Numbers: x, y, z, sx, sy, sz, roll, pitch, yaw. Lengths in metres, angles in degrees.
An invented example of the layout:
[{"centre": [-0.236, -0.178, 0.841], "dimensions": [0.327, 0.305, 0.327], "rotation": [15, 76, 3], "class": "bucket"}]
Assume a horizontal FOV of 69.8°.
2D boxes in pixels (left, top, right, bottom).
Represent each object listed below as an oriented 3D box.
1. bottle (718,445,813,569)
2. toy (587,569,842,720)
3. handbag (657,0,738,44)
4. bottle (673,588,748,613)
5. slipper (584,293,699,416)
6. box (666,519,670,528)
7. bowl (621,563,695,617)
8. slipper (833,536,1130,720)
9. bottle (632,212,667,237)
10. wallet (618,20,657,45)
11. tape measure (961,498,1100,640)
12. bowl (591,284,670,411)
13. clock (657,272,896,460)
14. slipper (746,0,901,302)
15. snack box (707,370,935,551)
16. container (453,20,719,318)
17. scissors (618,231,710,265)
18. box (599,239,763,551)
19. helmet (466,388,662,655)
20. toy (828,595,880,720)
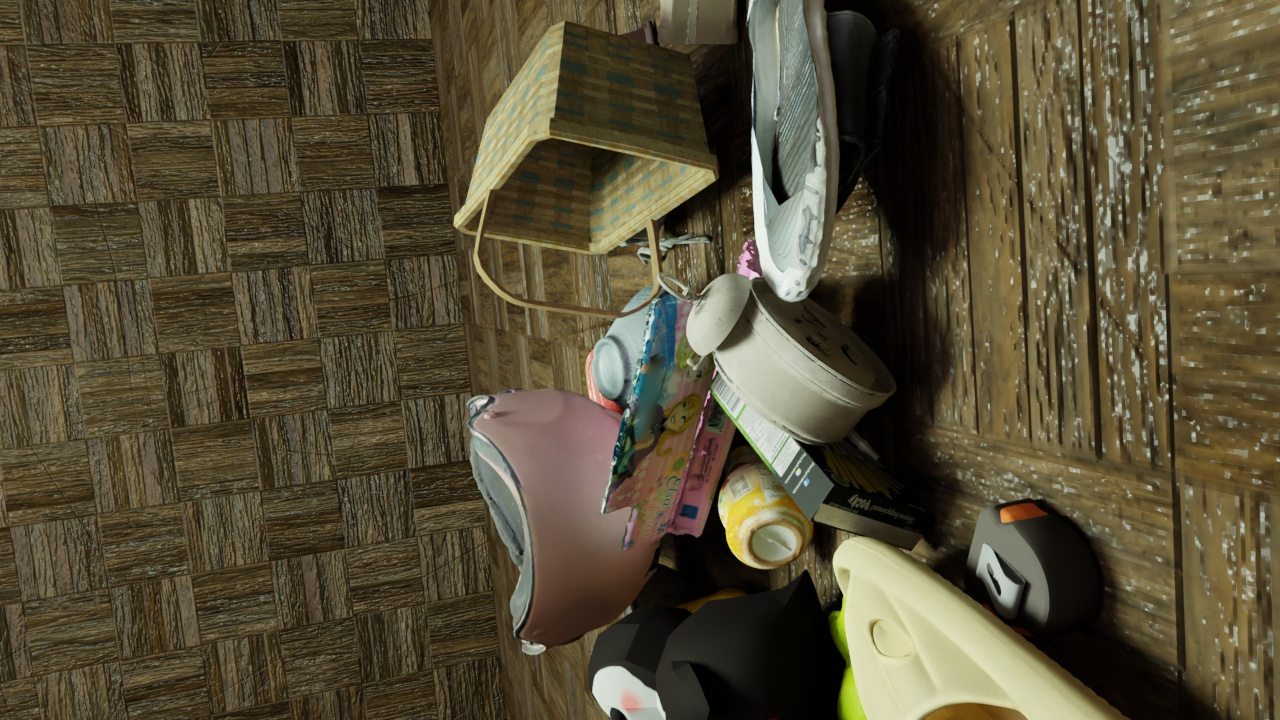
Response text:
[{"centre": [0.089, 0.104, 0.684], "dimensions": [0.109, 0.063, 0.063], "rotation": [-98, 8, -64], "class": "bottle"}, {"centre": [0.044, 0.219, 0.664], "dimensions": [0.184, 0.159, 0.140], "rotation": [-7, 71, 38], "class": "toy"}, {"centre": [0.026, -0.358, 0.723], "dimensions": [0.197, 0.062, 0.176], "rotation": [-116, 25, -58], "class": "handbag"}, {"centre": [0.068, 0.236, 0.790], "dimensions": [0.164, 0.071, 0.071], "rotation": [127, 134, -66], "class": "bottle"}, {"centre": [0.027, 0.005, 0.848], "dimensions": [0.249, 0.059, 0.103], "rotation": [-25, 74, 57], "class": "slipper"}, {"centre": [-0.010, 0.163, 0.998], "dimensions": [0.170, 0.085, 0.228], "rotation": [-67, 11, -15], "class": "box"}, {"centre": [0.022, 0.266, 0.931], "dimensions": [0.145, 0.067, 0.145], "rotation": [167, 91, -81], "class": "bowl"}, {"centre": [0.152, 0.169, 0.419], "dimensions": [0.111, 0.079, 0.261], "rotation": [62, 167, -24], "class": "slipper"}, {"centre": [0.014, -0.182, 0.837], "dimensions": [0.162, 0.046, 0.072], "rotation": [119, 140, -63], "class": "bottle"}, {"centre": [-0.035, -0.263, 0.873], "dimensions": [0.018, 0.116, 0.091], "rotation": [18, -118, -74], "class": "wallet"}, {"centre": [0.178, 0.101, 0.428], "dimensions": [0.058, 0.038, 0.058], "rotation": [-124, 32, -56], "class": "tape measure"}, {"centre": [-0.005, 0.005, 0.786], "dimensions": [0.137, 0.057, 0.137], "rotation": [17, 110, 57], "class": "bowl"}, {"centre": [0.073, -0.005, 0.534], "dimensions": [0.061, 0.157, 0.103], "rotation": [-54, 16, 22], "class": "clock"}, {"centre": [0.105, -0.159, 0.532], "dimensions": [0.111, 0.063, 0.263], "rotation": [115, 157, -60], "class": "slipper"}, {"centre": [0.106, 0.054, 0.567], "dimensions": [0.025, 0.080, 0.147], "rotation": [-61, 30, 17], "class": "snack box"}, {"centre": [-0.053, -0.130, 0.747], "dimensions": [0.250, 0.157, 0.186], "rotation": [161, 114, -64], "class": "container"}, {"centre": [0.026, -0.106, 0.867], "dimensions": [0.161, 0.117, 0.014], "rotation": [12, 82, 39], "class": "scissors"}, {"centre": [0.043, 0.038, 0.665], "dimensions": [0.063, 0.160, 0.231], "rotation": [26, 122, 20], "class": "box"}, {"centre": [-0.066, 0.127, 0.814], "dimensions": [0.256, 0.152, 0.230], "rotation": [116, 138, -70], "class": "helmet"}, {"centre": [0.145, 0.197, 0.584], "dimensions": [0.093, 0.036, 0.094], "rotation": [-108, 26, -47], "class": "toy"}]
